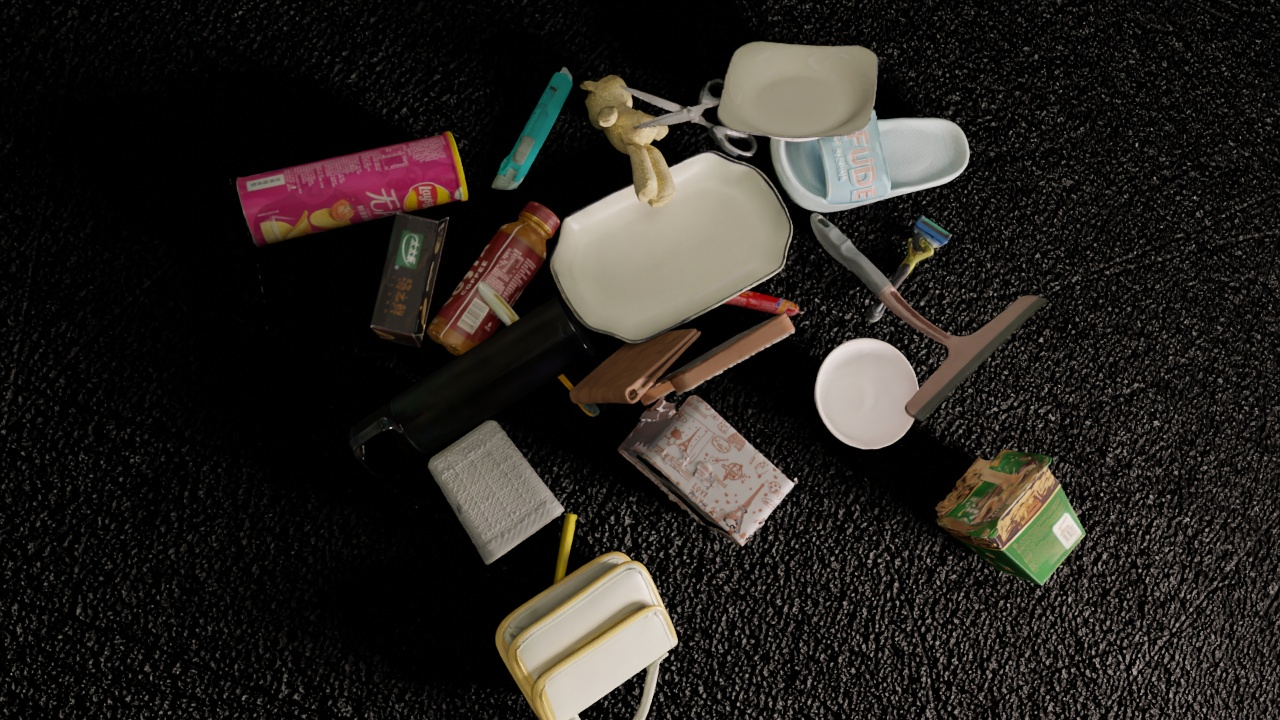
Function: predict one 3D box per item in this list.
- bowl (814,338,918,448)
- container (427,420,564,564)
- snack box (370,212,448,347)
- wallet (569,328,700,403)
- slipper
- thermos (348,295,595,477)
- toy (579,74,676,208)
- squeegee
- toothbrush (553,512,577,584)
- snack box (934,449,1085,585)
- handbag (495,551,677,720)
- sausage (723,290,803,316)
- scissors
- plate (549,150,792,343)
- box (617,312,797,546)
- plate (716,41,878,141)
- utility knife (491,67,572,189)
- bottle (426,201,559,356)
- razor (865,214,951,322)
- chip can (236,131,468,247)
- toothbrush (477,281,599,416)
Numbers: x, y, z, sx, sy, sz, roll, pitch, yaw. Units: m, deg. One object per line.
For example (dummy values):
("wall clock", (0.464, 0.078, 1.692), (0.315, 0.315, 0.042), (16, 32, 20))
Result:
("bowl", (0.235, 0.037, 1.001), (0.118, 0.065, 0.118), (1, 85, -11))
("container", (-0.146, 0.126, 0.906), (0.090, 0.090, 0.114), (-34, 89, -13))
("snack box", (-0.220, -0.076, 0.887), (0.053, 0.126, 0.113), (12, 83, -8))
("wallet", (-0.005, 0.005, 0.926), (0.115, 0.101, 0.020), (-44, 113, -30))
("slipper", (0.263, -0.229, 1.027), (0.245, 0.074, 0.104), (-8, 87, -13))
("thermos", (-0.164, 0.028, 0.877), (0.242, 0.090, 0.068), (-32, 84, 3))
("toy", (-0.011, -0.231, 0.965), (0.105, 0.066, 0.157), (-7, 65, -44))
("squeegee", (0.277, -0.076, 1.009), (0.247, 0.040, 0.249), (-36, 69, -28))
("toothbrush", (-0.085, 0.252, 0.942), (0.016, 0.016, 0.190), (11, 83, -15))
("snack box", (0.409, 0.176, 1.001), (0.105, 0.117, 0.118), (46, 81, -9))
("handbag", (-0.037, 0.304, 0.918), (0.163, 0.063, 0.179), (-30, 101, -18))
("sausage", (0.106, -0.069, 1.009), (0.156, 0.020, 0.020), (10, 83, -11))
("scissors", (0.059, -0.264, 0.981), (0.175, 0.014, 0.159), (37, 51, -17))
("plate", (0.033, -0.119, 0.979), (0.265, 0.034, 0.162), (-29, 80, -14))
("box", (0.086, 0.053, 0.914), (0.156, 0.183, 0.192), (44, 81, -5))
("plate", (0.171, -0.287, 1.001), (0.164, 0.034, 0.163), (7, 54, 12))
("utility knife", (-0.113, -0.247, 0.983), (0.029, 0.013, 0.157), (28, 80, -9))
("bottle", (-0.146, -0.083, 0.938), (0.057, 0.057, 0.174), (35, 79, -7))
("razor", (0.299, -0.099, 1.049), (0.042, 0.022, 0.142), (35, 79, 10))
("chip can", (-0.283, -0.171, 0.913), (0.210, 0.071, 0.071), (-16, 88, -12))
("toothbrush", (-0.100, -0.009, 0.929), (0.016, 0.018, 0.191), (-50, 117, -22))
